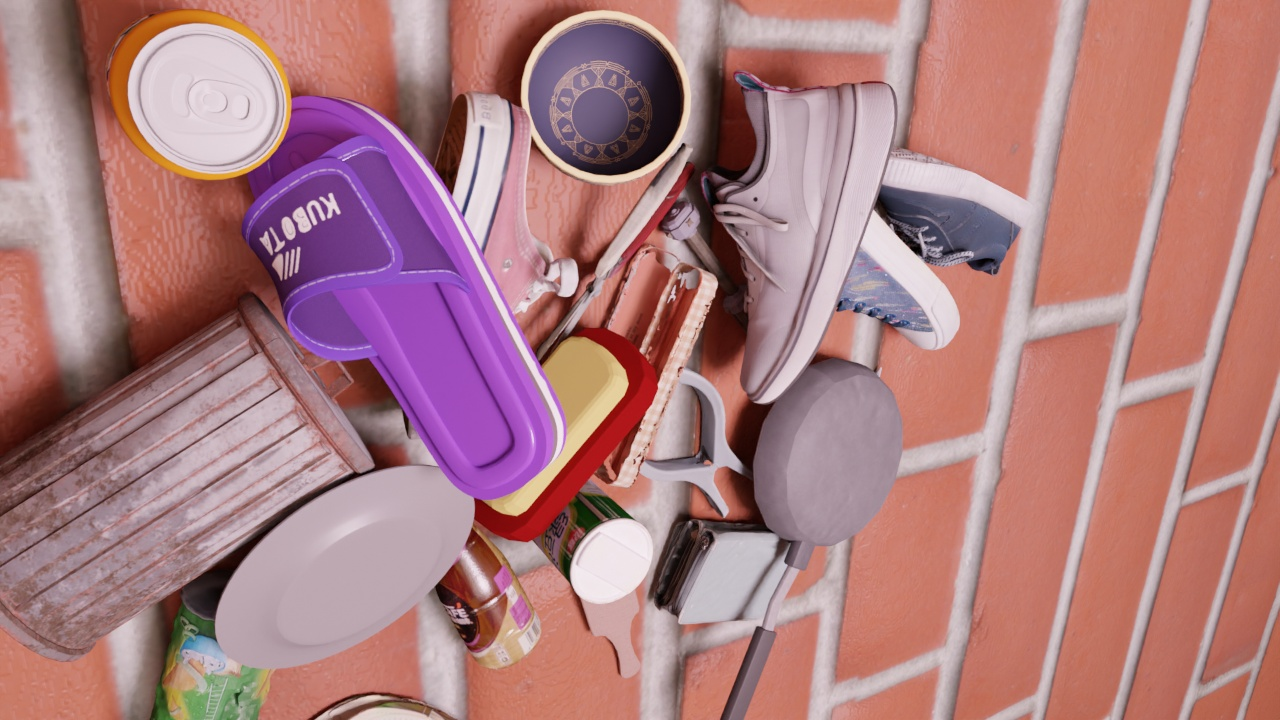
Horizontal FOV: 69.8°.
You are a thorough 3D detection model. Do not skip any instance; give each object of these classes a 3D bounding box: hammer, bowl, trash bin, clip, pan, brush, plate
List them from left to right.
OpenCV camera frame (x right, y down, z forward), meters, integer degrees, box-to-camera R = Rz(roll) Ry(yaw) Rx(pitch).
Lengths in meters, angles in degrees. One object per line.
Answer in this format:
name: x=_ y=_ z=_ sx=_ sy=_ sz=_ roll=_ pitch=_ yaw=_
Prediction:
trash bin: x=-0.268 y=0.061 z=0.542 sx=0.211 sy=0.131 sz=0.131 roll=-35 pitch=122 yaw=-14
plate: x=-0.182 y=0.139 z=0.595 sx=0.178 sy=0.012 sz=0.179 roll=-31 pitch=147 yaw=-24
brush: x=-0.066 y=0.051 z=0.678 sx=0.173 sy=0.082 sz=0.042 roll=-50 pitch=144 yaw=-2
bowl: x=-0.026 y=-0.174 z=0.632 sx=0.112 sy=0.061 sz=0.112 roll=0 pitch=92 yaw=-7
brush: x=-0.023 y=0.238 z=0.830 sx=0.049 sy=0.015 sz=0.136 roll=-26 pitch=125 yaw=-19
clip: x=0.061 y=0.053 z=0.799 sx=0.171 sy=0.029 sz=0.141 roll=36 pitch=89 yaw=-36
hammer: x=0.114 y=-0.022 z=0.803 sx=0.147 sy=0.028 sz=0.317 roll=-50 pitch=126 yaw=-13
pan: x=0.147 y=0.171 z=0.830 sx=0.178 sy=0.041 sz=0.357 roll=25 pitch=85 yaw=-39

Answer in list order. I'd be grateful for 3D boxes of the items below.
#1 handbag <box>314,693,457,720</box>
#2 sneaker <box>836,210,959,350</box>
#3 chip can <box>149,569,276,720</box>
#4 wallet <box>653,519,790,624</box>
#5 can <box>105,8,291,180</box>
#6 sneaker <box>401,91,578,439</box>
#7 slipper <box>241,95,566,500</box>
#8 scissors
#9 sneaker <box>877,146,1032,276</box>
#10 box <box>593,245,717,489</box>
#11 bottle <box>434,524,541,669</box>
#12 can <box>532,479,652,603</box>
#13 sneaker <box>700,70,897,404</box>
handbag: x=-0.212 y=0.369 z=0.722 sx=0.200 sy=0.093 sz=0.199 roll=35 pitch=81 yaw=-35
sneaker: x=0.196 y=-0.069 z=0.803 sx=0.235 sy=0.087 sz=0.079 roll=40 pitch=91 yaw=-32
chip can: x=-0.301 y=0.256 z=0.631 sx=0.075 sy=0.075 sz=0.223 roll=12 pitch=102 yaw=-34
wallet: x=0.083 y=0.194 z=0.852 sx=0.131 sy=0.054 sz=0.100 roll=14 pitch=108 yaw=-37
can: x=-0.232 y=-0.141 z=0.478 sx=0.079 sy=0.142 sz=0.079 roll=-11 pitch=113 yaw=-28
sneaker: x=-0.102 y=-0.052 z=0.603 sx=0.087 sy=0.118 sz=0.241 roll=6 pitch=120 yaw=-27
slipper: x=-0.148 y=-0.033 z=0.517 sx=0.107 sy=0.083 sz=0.266 roll=-32 pitch=91 yaw=26
scissors: x=-0.011 y=-0.087 z=0.679 sx=0.015 sy=0.180 sz=0.192 roll=37 pitch=54 yaw=2
sneaker: x=0.263 y=-0.129 z=0.820 sx=0.235 sy=0.089 sz=0.087 roll=10 pitch=107 yaw=-38
box: x=-0.004 y=0.004 z=0.719 sx=0.043 sy=0.083 sz=0.187 roll=17 pitch=97 yaw=-49
bottle: x=-0.133 y=0.158 z=0.704 sx=0.059 sy=0.060 sz=0.166 roll=-30 pitch=113 yaw=-18
can: x=-0.048 y=0.128 z=0.704 sx=0.067 sy=0.121 sz=0.067 roll=-11 pitch=113 yaw=-28
sneaker: x=0.100 y=-0.091 z=0.705 sx=0.129 sy=0.096 sz=0.263 roll=17 pitch=113 yaw=8
